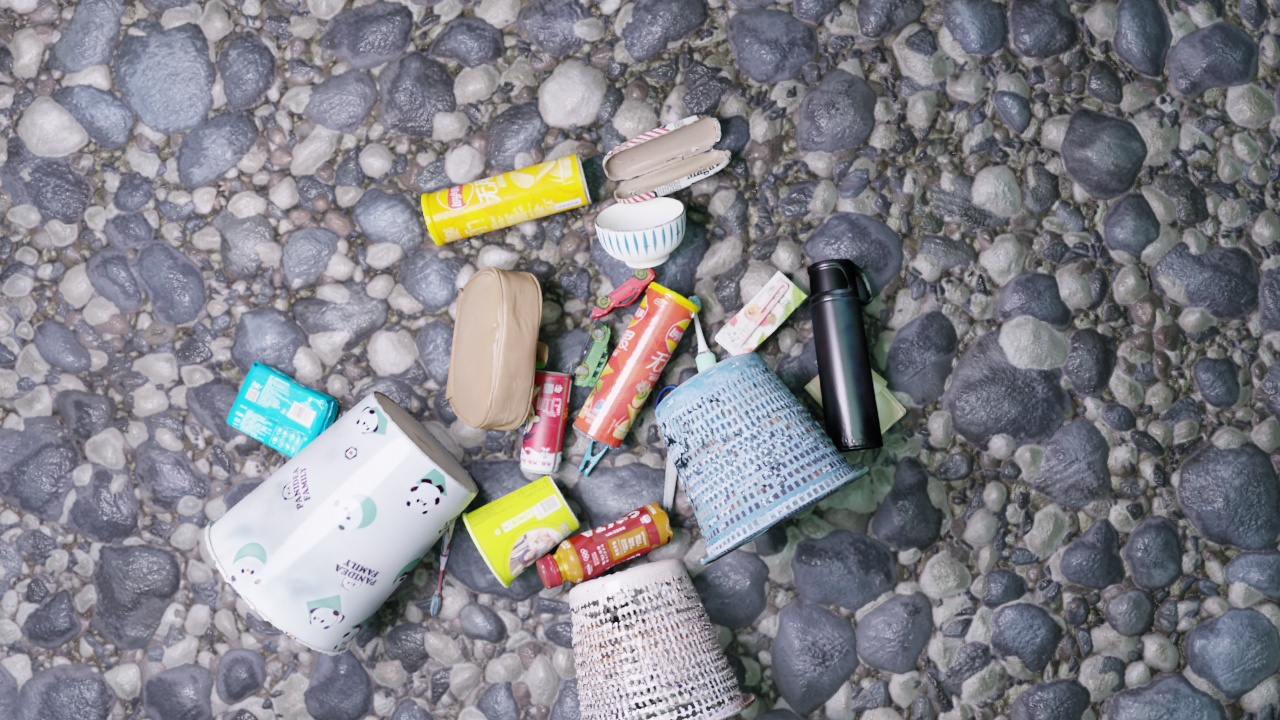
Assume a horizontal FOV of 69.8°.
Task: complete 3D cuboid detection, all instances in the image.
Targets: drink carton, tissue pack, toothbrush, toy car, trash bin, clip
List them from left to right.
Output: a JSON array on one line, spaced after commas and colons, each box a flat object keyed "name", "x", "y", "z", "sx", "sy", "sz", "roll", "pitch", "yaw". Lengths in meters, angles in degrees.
[{"name": "tissue pack", "x": -0.476, "y": 0.068, "z": 1.217, "sx": 0.133, "sy": 0.050, "sz": 0.093, "roll": 27, "pitch": 92, "yaw": 2}, {"name": "trash bin", "x": -0.354, "y": 0.189, "z": 1.136, "sx": 0.251, "sy": 0.230, "sz": 0.229, "roll": -45, "pitch": 88, "yaw": -5}, {"name": "toothbrush", "x": -0.262, "y": 0.249, "z": 1.224, "sx": 0.016, "sy": 0.017, "sz": 0.187, "roll": 9, "pitch": 90, "yaw": 1}, {"name": "clip", "x": -0.064, "y": 0.129, "z": 1.222, "sx": 0.039, "sy": 0.014, "sz": 0.056, "roll": 29, "pitch": 91, "yaw": 2}, {"name": "toy car", "x": -0.062, "y": -0.008, "z": 1.208, "sx": 0.036, "sy": 0.043, "sz": 0.091, "roll": 19, "pitch": 98, "yaw": -14}, {"name": "toy car", "x": -0.023, "y": -0.086, "z": 1.206, "sx": 0.106, "sy": 0.049, "sz": 0.031, "roll": -35, "pitch": 87, "yaw": 0}, {"name": "trash bin", "x": 0.006, "y": 0.355, "z": 1.131, "sx": 0.227, "sy": 0.227, "sz": 0.192, "roll": -17, "pitch": 76, "yaw": 1}, {"name": "toothbrush", "x": 0.093, "y": 0.024, "z": 1.212, "sx": 0.026, "sy": 0.027, "sz": 0.224, "roll": -12, "pitch": 88, "yaw": -40}, {"name": "trash bin", "x": 0.127, "y": 0.106, "z": 1.104, "sx": 0.226, "sy": 0.226, "sz": 0.195, "roll": -29, "pitch": 76, "yaw": 1}, {"name": "drink carton", "x": 0.157, "y": -0.056, "z": 1.201, "sx": 0.053, "sy": 0.045, "sz": 0.122, "roll": 44, "pitch": 90, "yaw": 3}]

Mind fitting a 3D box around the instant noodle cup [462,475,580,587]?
[{"name": "instant noodle cup", "x": -0.148, "y": 0.212, "z": 1.183, "sx": 0.123, "sy": 0.112, "sz": 0.111, "roll": -31, "pitch": 88, "yaw": -8}]

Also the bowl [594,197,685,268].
[{"name": "bowl", "x": 0.003, "y": -0.160, "z": 1.182, "sx": 0.116, "sy": 0.116, "sz": 0.066, "roll": -9, "pitch": 120, "yaw": 2}]

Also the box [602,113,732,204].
[{"name": "box", "x": 0.039, "y": -0.252, "z": 1.194, "sx": 0.162, "sy": 0.076, "sz": 0.088, "roll": -22, "pitch": 64, "yaw": -2}]

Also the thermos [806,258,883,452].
[{"name": "thermos", "x": 0.269, "y": -0.007, "z": 1.172, "sx": 0.090, "sy": 0.069, "sz": 0.242, "roll": -2, "pitch": 81, "yaw": -18}]

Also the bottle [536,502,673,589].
[{"name": "bottle", "x": -0.046, "y": 0.239, "z": 1.173, "sx": 0.174, "sy": 0.057, "sz": 0.057, "roll": -21, "pitch": 88, "yaw": -17}]

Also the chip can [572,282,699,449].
[{"name": "chip can", "x": -0.007, "y": 0.007, "z": 1.188, "sx": 0.073, "sy": 0.073, "sz": 0.216, "roll": 30, "pitch": 95, "yaw": 2}]

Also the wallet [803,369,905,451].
[{"name": "wallet", "x": 0.285, "y": 0.049, "z": 1.207, "sx": 0.087, "sy": 0.024, "sz": 0.115, "roll": -42, "pitch": 86, "yaw": -2}]

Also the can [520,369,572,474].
[{"name": "can", "x": -0.124, "y": 0.080, "z": 1.204, "sx": 0.053, "sy": 0.053, "sz": 0.132, "roll": 8, "pitch": 90, "yaw": 2}]

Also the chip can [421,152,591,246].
[{"name": "chip can", "x": -0.174, "y": -0.211, "z": 1.200, "sx": 0.213, "sy": 0.072, "sz": 0.072, "roll": -15, "pitch": 89, "yaw": 2}]

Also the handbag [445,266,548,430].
[{"name": "handbag", "x": -0.183, "y": -0.014, "z": 1.174, "sx": 0.099, "sy": 0.148, "sz": 0.204, "roll": 8, "pitch": 90, "yaw": -38}]

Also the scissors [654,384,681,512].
[{"name": "scissors", "x": 0.056, "y": 0.118, "z": 1.220, "sx": 0.108, "sy": 0.012, "sz": 0.175, "roll": -17, "pitch": 90, "yaw": 2}]
